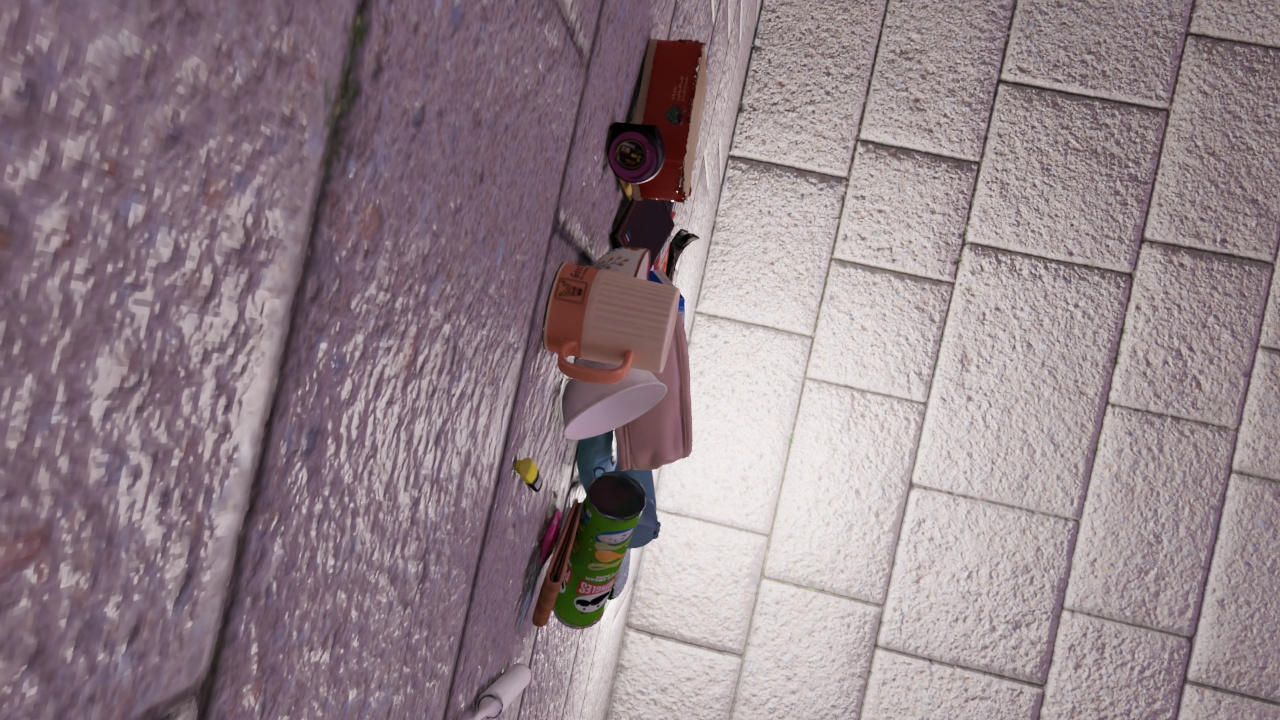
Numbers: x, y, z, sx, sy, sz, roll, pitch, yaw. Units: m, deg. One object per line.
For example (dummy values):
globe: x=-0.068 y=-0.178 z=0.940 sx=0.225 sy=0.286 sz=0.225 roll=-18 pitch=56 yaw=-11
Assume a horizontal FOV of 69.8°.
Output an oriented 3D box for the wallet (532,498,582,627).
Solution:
wallet: x=-0.092 y=0.226 z=1.030 sx=0.101 sy=0.020 sz=0.115 roll=111 pitch=-3 yaw=-46

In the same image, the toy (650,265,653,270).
toy: x=-0.005 y=-0.120 z=1.159 sx=0.108 sy=0.039 sz=0.083 roll=82 pitch=18 yaw=-58

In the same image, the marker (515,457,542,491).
marker: x=-0.101 y=0.107 z=0.848 sx=0.124 sy=0.015 sz=0.018 roll=93 pitch=12 yaw=-75

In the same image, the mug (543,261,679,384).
mug: x=-0.028 y=-0.026 z=0.809 sx=0.082 sy=0.106 sz=0.114 roll=96 pitch=8 yaw=-47

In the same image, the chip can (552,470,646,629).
chip can: x=-0.054 y=0.234 z=1.114 sx=0.072 sy=0.072 sz=0.237 roll=-71 pitch=180 yaw=-49

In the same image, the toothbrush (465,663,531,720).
toothbrush: x=-0.138 y=0.325 z=0.882 sx=0.221 sy=0.027 sz=0.026 roll=63 pitch=12 yaw=-81

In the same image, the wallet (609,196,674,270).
wallet: x=0.003 y=-0.154 z=1.092 sx=0.122 sy=0.020 sz=0.096 roll=-63 pitch=150 yaw=-33

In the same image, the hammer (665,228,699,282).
hammer: x=0.033 y=-0.084 z=1.350 sx=0.126 sy=0.032 sz=0.322 roll=-56 pitch=-166 yaw=39

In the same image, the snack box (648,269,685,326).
snack box: x=0.029 y=-0.026 z=1.147 sx=0.084 sy=0.026 sz=0.157 roll=-122 pitch=-154 yaw=-53

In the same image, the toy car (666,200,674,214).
toy car: x=0.022 y=-0.212 z=1.188 sx=0.054 sy=0.037 sz=0.120 roll=47 pitch=45 yaw=-49

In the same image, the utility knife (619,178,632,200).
utility knife: x=-0.015 y=-0.207 z=1.036 sx=0.173 sy=0.019 sz=0.031 roll=63 pitch=45 yaw=-88

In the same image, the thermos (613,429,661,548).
thermos: x=-0.016 y=0.153 z=1.233 sx=0.220 sy=0.070 sz=0.070 roll=-96 pitch=-169 yaw=-51

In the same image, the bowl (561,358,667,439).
bowl: x=-0.039 y=0.027 z=0.960 sx=0.118 sy=0.118 sz=0.064 roll=85 pitch=-21 yaw=-71

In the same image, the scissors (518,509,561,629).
scissors: x=-0.112 y=0.232 z=1.010 sx=0.096 sy=0.017 sz=0.137 roll=106 pitch=1 yaw=-69

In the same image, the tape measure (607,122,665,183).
tape measure: x=-0.004 y=-0.206 z=0.908 sx=0.039 sy=0.057 sz=0.058 roll=-67 pitch=159 yaw=-66

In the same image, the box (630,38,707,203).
box: x=0.040 y=-0.263 z=1.013 sx=0.091 sy=0.079 sz=0.168 roll=75 pitch=23 yaw=-69

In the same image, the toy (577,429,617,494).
toy: x=-0.054 y=0.120 z=1.158 sx=0.161 sy=0.050 sz=0.156 roll=-87 pitch=-178 yaw=-54

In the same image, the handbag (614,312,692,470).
handbag: x=-0.007 y=0.007 z=1.122 sx=0.234 sy=0.093 sz=0.193 roll=-117 pitch=-160 yaw=-67

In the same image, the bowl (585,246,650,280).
bowl: x=-0.032 y=-0.061 z=0.918 sx=0.113 sy=0.062 sz=0.113 roll=14 pitch=88 yaw=-83

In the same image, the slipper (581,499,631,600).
slipper: x=-0.053 y=0.213 z=1.284 sx=0.104 sy=0.074 sz=0.244 roll=95 pitch=-7 yaw=-46

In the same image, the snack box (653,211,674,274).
snack box: x=0.014 y=-0.146 z=1.268 sx=0.126 sy=0.044 sz=0.113 roll=-70 pitch=170 yaw=-56
